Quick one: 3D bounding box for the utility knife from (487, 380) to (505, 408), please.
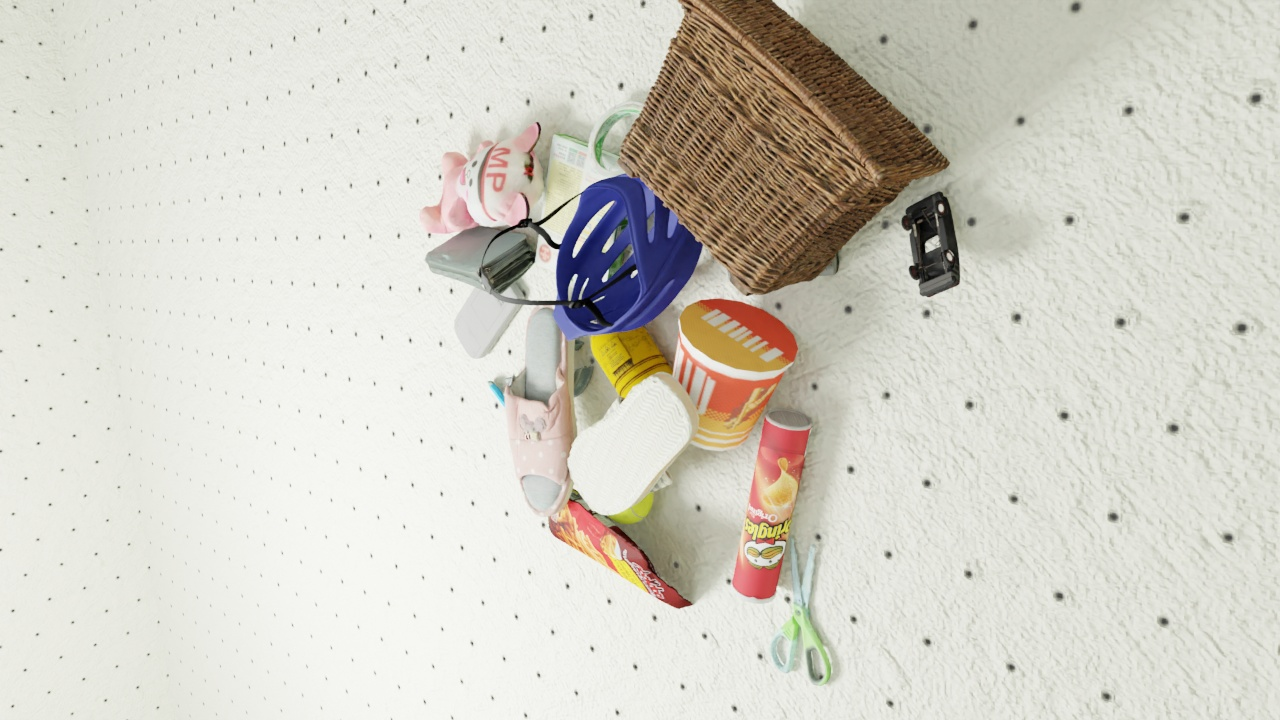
[{"bbox_3d":[-0.164,0.092,1.292,0.015,0.031,0.185,-39,69,0],"label":"utility knife"}]

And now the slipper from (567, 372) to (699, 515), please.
[{"bbox_3d":[-0.007,0.094,1.019,0.114,0.053,0.273,62,146,13],"label":"slipper"}]

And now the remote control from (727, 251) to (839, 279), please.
[{"bbox_3d":[0.145,-0.102,0.951,0.137,0.013,0.033,2,102,43],"label":"remote control"}]

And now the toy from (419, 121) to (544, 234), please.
[{"bbox_3d":[-0.198,-0.225,1.191,0.214,0.084,0.141,-6,61,47],"label":"toy"}]

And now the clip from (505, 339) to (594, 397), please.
[{"bbox_3d":[-0.115,0.042,1.226,0.164,0.028,0.115,-31,77,44],"label":"clip"}]

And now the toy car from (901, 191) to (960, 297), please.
[{"bbox_3d":[0.262,-0.102,0.816,0.040,0.037,0.092,-26,57,45],"label":"toy car"}]

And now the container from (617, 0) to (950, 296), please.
[{"bbox_3d":[0.113,-0.190,0.838,0.250,0.161,0.184,49,125,17],"label":"container"}]

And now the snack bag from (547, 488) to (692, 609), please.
[{"bbox_3d":[-0.029,0.232,1.152,0.208,0.066,0.139,25,154,39],"label":"snack bag"}]

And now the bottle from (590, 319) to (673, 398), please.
[{"bbox_3d":[-0.006,0.006,1.083,0.163,0.070,0.071,57,132,17],"label":"bottle"}]

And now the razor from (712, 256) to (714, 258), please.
[{"bbox_3d":[0.071,-0.182,0.995,0.043,0.022,0.144,-4,98,45],"label":"razor"}]

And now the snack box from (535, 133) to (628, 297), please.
[{"bbox_3d":[-0.068,-0.179,1.126,0.132,0.027,0.168,29,119,35],"label":"snack box"}]

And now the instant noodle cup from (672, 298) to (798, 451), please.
[{"bbox_3d":[0.087,0.020,0.971,0.123,0.123,0.121,40,133,30],"label":"instant noodle cup"}]

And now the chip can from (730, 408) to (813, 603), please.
[{"bbox_3d":[0.141,0.159,0.995,0.052,0.051,0.215,25,116,37],"label":"chip can"}]

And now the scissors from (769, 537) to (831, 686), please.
[{"bbox_3d":[0.185,0.278,1.012,0.093,0.032,0.175,21,118,42],"label":"scissors"}]

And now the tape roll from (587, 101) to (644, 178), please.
[{"bbox_3d":[-0.018,-0.247,1.042,0.094,0.018,0.093,-10,72,32],"label":"tape roll"}]

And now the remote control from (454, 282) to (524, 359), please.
[{"bbox_3d":[-0.217,-0.068,1.301,0.074,0.019,0.151,56,131,18],"label":"remote control"}]

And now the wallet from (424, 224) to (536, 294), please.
[{"bbox_3d":[-0.214,-0.137,1.226,0.132,0.100,0.054,23,137,39],"label":"wallet"}]

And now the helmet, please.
[{"bbox_3d":[-0.050,-0.118,0.982,0.242,0.227,0.147,-54,56,33],"label":"helmet"}]

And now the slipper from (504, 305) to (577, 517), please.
[{"bbox_3d":[-0.128,0.060,1.162,0.114,0.054,0.274,-6,81,45],"label":"slipper"}]

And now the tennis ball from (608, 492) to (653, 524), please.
[{"bbox_3d":[-0.017,0.170,1.138,0.065,0.065,0.065,13,109,41],"label":"tennis ball"}]
